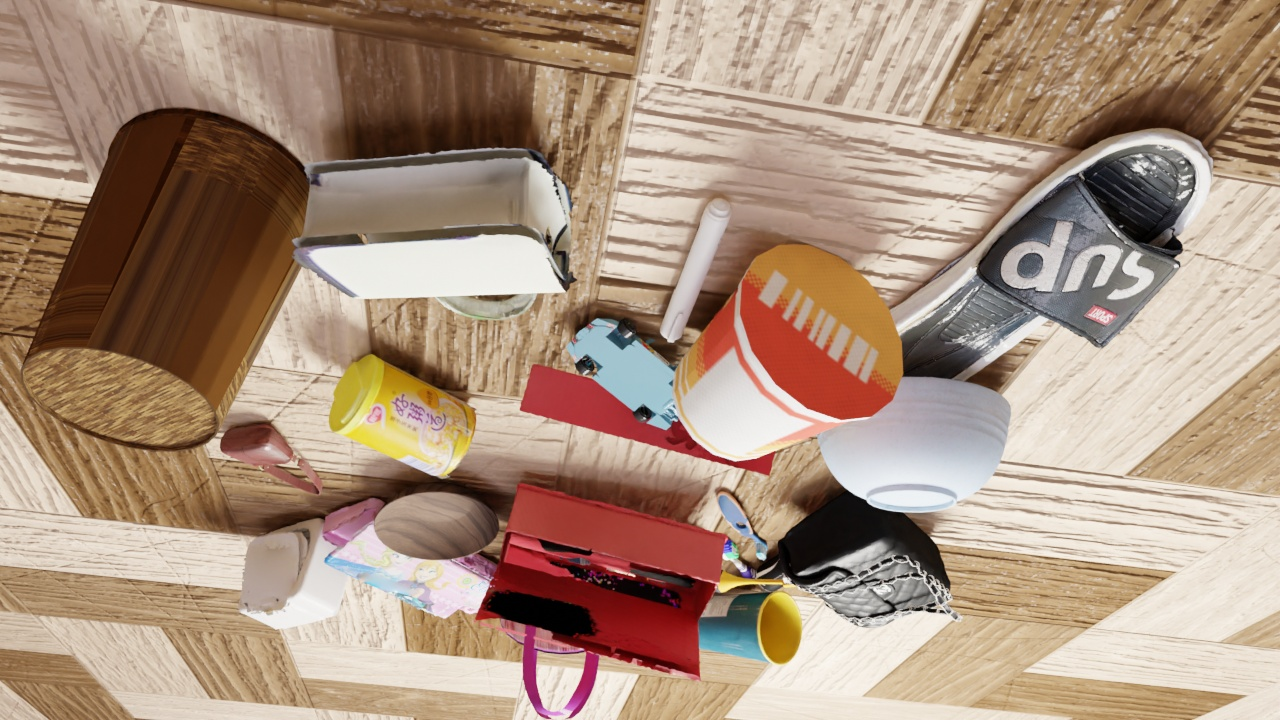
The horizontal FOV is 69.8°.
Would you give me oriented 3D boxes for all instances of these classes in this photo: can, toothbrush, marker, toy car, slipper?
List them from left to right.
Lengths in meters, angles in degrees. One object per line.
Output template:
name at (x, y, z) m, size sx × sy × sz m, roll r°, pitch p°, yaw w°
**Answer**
can at (-0.191, 0.046, 0.742) m, size 0.105 × 0.067 × 0.068 m, roll 32°, pitch 135°, yaw -33°
toy car at (-0.004, 0.004, 0.702) m, size 0.107 × 0.027 × 0.060 m, roll 39°, pitch 119°, yaw -19°
marker at (0.036, -0.058, 0.624) m, size 0.017 × 0.020 × 0.134 m, roll 11°, pitch 142°, yaw -7°
toothbrush at (0.085, 0.237, 0.988) m, size 0.197 × 0.031 × 0.031 m, roll -7°, pitch 119°, yaw 29°
toothbrush at (0.104, 0.167, 0.921) m, size 0.022 × 0.017 × 0.135 m, roll -13°, pitch 140°, yaw 20°
toothbrush at (0.126, 0.241, 1.019) m, size 0.016 × 0.015 × 0.187 m, roll -15°, pitch 140°, yaw 23°
can at (0.157, 0.217, 0.970) m, size 0.031 × 0.031 × 0.081 m, roll 19°, pitch 140°, yaw -20°
slipper at (0.254, -0.040, 0.600) m, size 0.111 × 0.063 × 0.265 m, roll 21°, pitch 142°, yaw -23°

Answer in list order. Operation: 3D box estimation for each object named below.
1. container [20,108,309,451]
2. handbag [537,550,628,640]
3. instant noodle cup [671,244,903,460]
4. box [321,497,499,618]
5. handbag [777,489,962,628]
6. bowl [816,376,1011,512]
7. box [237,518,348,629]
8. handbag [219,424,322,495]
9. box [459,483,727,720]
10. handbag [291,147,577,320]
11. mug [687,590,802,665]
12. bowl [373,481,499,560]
container at (-0.276, -0.043, 0.546) m, size 0.132 × 0.167 × 0.132 m, roll 2°, pitch 143°, yaw 1°
handbag at (-0.081, 0.293, 0.975) m, size 0.144 × 0.169 × 0.068 m, roll -1°, pitch 143°, yaw 5°
instant noodle cup at (0.091, 0.005, 0.632) m, size 0.123 × 0.123 × 0.121 m, roll 18°, pitch 148°, yaw -19°
box at (-0.231, 0.227, 0.988) m, size 0.085 × 0.063 × 0.230 m, roll -22°, pitch 136°, yaw 28°
handbag at (0.217, 0.210, 0.878) m, size 0.125 × 0.114 × 0.153 m, roll -32°, pitch 135°, yaw 22°
bowl at (0.210, 0.074, 0.713) m, size 0.150 × 0.074 × 0.151 m, roll 4°, pitch 158°, yaw 1°
box at (-0.375, 0.215, 0.953) m, size 0.108 × 0.102 × 0.102 m, roll -21°, pitch 135°, yaw 30°
handbag at (-0.335, 0.099, 0.861) m, size 0.055 × 0.029 × 0.120 m, roll -6°, pitch 147°, yaw 15°
box at (-0.067, 0.323, 0.938) m, size 0.213 × 0.127 × 0.426 m, roll 15°, pitch 109°, yaw -2°
handbag at (-0.117, -0.074, 0.592) m, size 0.151 × 0.074 × 0.176 m, roll -2°, pitch 162°, yaw 9°
mug at (0.110, 0.298, 1.036) m, size 0.122 × 0.078 × 0.078 m, roll -12°, pitch 144°, yaw 45°
bowl at (-0.199, 0.151, 0.902) m, size 0.119 × 0.032 × 0.119 m, roll -4°, pitch 137°, yaw -4°
